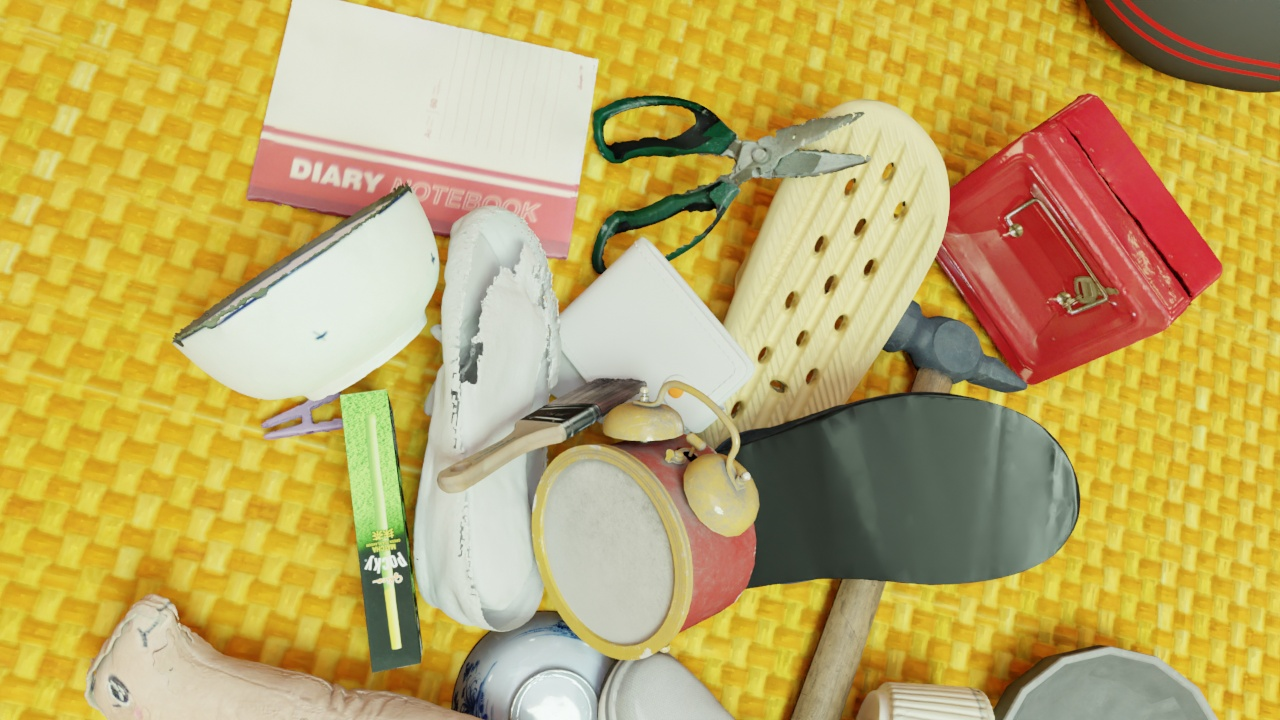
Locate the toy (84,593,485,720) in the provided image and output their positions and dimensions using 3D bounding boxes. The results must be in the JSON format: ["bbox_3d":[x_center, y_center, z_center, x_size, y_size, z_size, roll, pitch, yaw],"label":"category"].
[{"bbox_3d":[-0.174,0.228,0.501,0.264,0.065,0.196,10,113,4],"label":"toy"}]

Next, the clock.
[{"bbox_3d":[0.013,0.085,0.515,0.081,0.159,0.117,-10,40,-46],"label":"clock"}]

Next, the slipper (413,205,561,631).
[{"bbox_3d":[-0.094,0.031,0.547,0.075,0.112,0.246,1,88,18],"label":"slipper"}]

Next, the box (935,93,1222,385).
[{"bbox_3d":[0.298,-0.086,0.639,0.112,0.135,0.157,-31,87,-27],"label":"box"}]

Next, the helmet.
[{"bbox_3d":[0.426,-0.317,0.695,0.170,0.164,0.264,-29,76,-5],"label":"helmet"}]

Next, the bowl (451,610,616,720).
[{"bbox_3d":[-0.054,0.208,0.544,0.114,0.045,0.114,2,78,-12],"label":"bowl"}]

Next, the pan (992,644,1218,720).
[{"bbox_3d":[0.263,0.356,0.589,0.178,0.041,0.356,25,80,-6],"label":"pan"}]

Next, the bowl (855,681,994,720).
[{"bbox_3d":[0.163,0.248,0.556,0.062,0.115,0.115,16,75,7],"label":"bowl"}]

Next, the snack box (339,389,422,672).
[{"bbox_3d":[-0.148,0.097,0.528,0.025,0.080,0.147,-7,80,-14],"label":"snack box"}]

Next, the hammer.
[{"bbox_3d":[0.163,0.117,0.618,0.129,0.040,0.321,27,75,-10],"label":"hammer"}]

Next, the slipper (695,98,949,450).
[{"bbox_3d":[0.116,-0.041,0.619,0.111,0.079,0.261,25,94,-1],"label":"slipper"}]

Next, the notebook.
[{"bbox_3d":[-0.140,-0.157,0.618,0.208,0.012,0.153,9,77,-10],"label":"notebook"}]

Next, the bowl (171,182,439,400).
[{"bbox_3d":[-0.176,-0.030,0.522,0.153,0.153,0.073,-38,111,-17],"label":"bowl"}]

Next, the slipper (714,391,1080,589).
[{"bbox_3d":[0.119,0.080,0.557,0.266,0.083,0.109,-15,90,26],"label":"slipper"}]

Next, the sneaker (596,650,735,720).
[{"bbox_3d":[0.080,0.267,0.509,0.263,0.129,0.096,53,41,2],"label":"sneaker"}]

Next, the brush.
[{"bbox_3d":[-0.054,0.038,0.515,0.150,0.039,0.012,-30,115,-47],"label":"brush"}]

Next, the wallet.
[{"bbox_3d":[-0.003,0.003,0.585,0.115,0.037,0.118,-42,78,15],"label":"wallet"}]

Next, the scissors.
[{"bbox_3d":[0.048,-0.106,0.592,0.210,0.015,0.142,9,82,30],"label":"scissors"}]

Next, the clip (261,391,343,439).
[{"bbox_3d":[-0.205,0.031,0.566,0.052,0.014,0.042,7,77,-13],"label":"clip"}]
